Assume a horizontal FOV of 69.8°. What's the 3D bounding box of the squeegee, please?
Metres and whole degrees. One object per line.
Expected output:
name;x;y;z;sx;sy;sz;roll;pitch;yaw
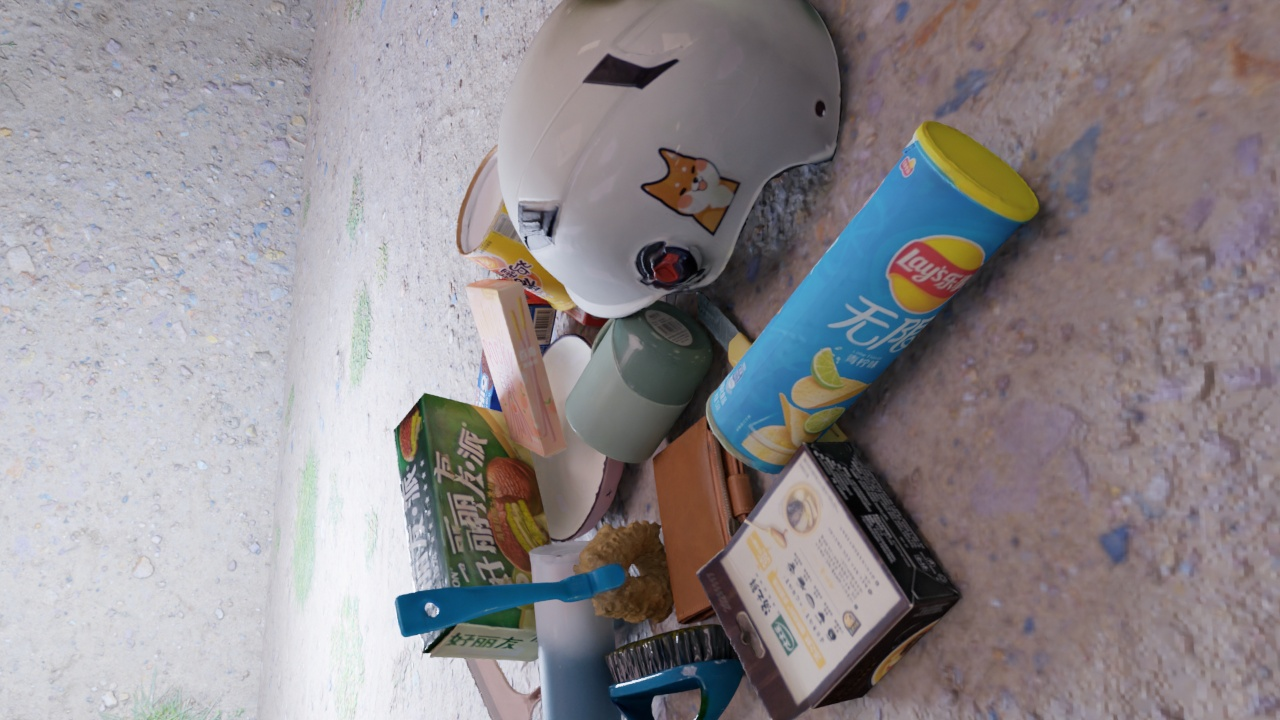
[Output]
squeegee;-0.063;0.267;0.822;0.250;0.040;0.247;-54;55;32

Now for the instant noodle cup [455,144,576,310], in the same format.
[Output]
instant noodle cup;-0.096;-0.126;0.831;0.138;0.109;0.137;-35;45;45

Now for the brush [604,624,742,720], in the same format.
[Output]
brush;0.023;0.234;0.658;0.144;0.055;0.073;-40;50;50

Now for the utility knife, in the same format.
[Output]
utility knife;0.084;0.010;0.632;0.212;0.022;0.031;49;125;44

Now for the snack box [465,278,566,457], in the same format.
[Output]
snack box;-0.113;0.005;0.829;0.084;0.026;0.157;13;121;60

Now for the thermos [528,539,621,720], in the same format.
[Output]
thermos;-0.047;0.257;0.735;0.070;0.070;0.220;-8;87;60

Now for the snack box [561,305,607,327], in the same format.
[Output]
snack box;-0.069;-0.089;0.915;0.156;0.027;0.077;34;114;58

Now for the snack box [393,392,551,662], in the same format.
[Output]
snack box;-0.147;0.147;0.826;0.063;0.114;0.239;-46;44;29

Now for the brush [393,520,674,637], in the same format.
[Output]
brush;-0.058;0.157;0.636;0.046;0.254;0.083;-31;68;34

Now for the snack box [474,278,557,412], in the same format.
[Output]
snack box;-0.134;0.018;0.953;0.058;0.057;0.208;-124;39;-49

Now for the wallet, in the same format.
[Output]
wallet;0.047;0.114;0.665;0.108;0.031;0.131;-48;45;51

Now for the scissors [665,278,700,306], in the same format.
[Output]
scissors;0.026;-0.126;0.764;0.170;0.019;0.181;56;131;51

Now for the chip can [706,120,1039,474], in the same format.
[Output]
chip can;0.118;-0.026;0.511;0.211;0.071;0.071;-55;40;35

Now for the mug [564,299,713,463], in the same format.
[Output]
mug;-0.004;0.004;0.718;0.107;0.082;0.111;-59;39;28

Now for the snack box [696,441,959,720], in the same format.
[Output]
snack box;0.102;0.130;0.534;0.126;0.053;0.113;-62;41;34

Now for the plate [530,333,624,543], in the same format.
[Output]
plate;-0.059;0.072;0.851;0.193;0.039;0.192;-19;69;58

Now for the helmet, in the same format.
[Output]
helmet;-0.008;-0.171;0.637;0.275;0.156;0.229;-38;47;22
